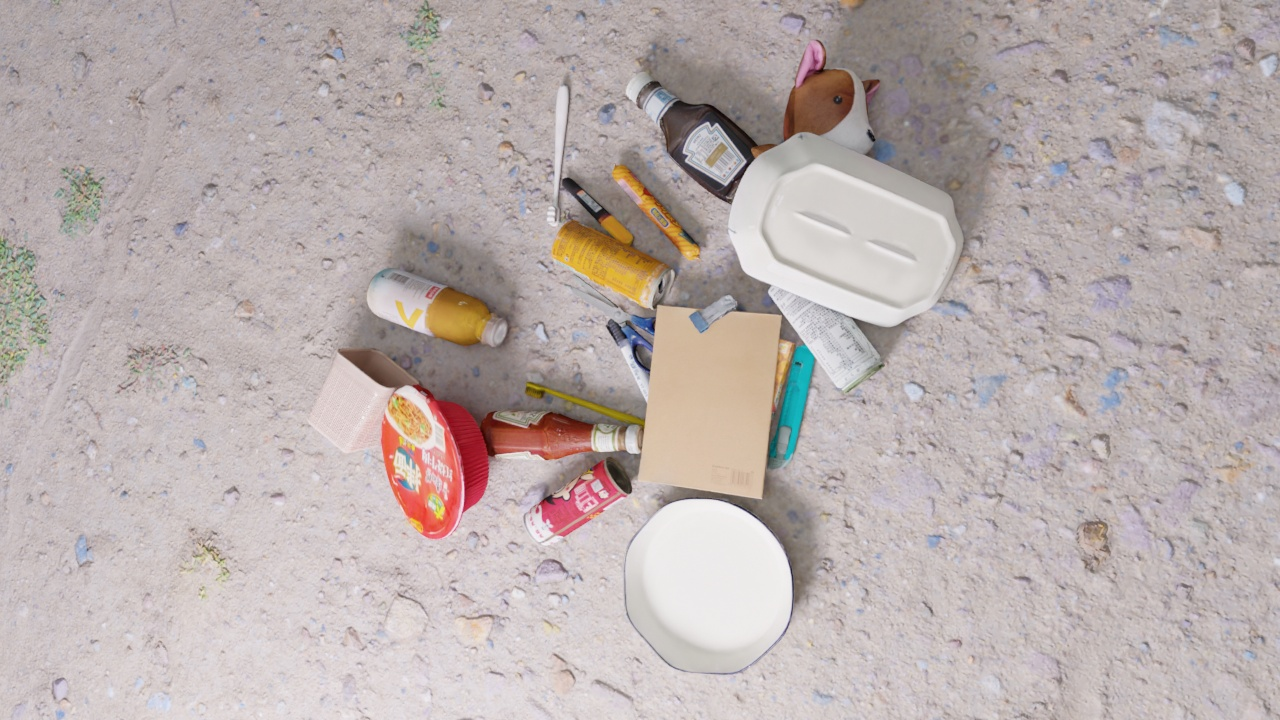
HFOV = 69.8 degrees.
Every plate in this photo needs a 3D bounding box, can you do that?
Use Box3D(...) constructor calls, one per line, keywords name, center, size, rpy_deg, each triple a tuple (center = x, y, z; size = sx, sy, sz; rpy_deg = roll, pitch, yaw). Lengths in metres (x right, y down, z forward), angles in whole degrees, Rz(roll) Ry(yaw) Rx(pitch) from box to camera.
Box3D(name="plate", center=(0.223, -0.130, 0.959), size=(0.265, 0.034, 0.162), rpy_deg=(20, 102, -16))
Box3D(name="plate", center=(0.080, 0.261, 1.073), size=(0.205, 0.045, 0.205), rpy_deg=(0, 89, 18))

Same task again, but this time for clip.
Box3D(name="clip", center=(0.085, -0.055, 1.049), size=(0.058, 0.045, 0.027), rpy_deg=(-31, 75, 6))

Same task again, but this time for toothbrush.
Box3D(name="toothbrush", center=(-0.104, -0.259, 1.153), size=(0.016, 0.016, 0.180), rpy_deg=(5, 91, 16))
Box3D(name="toothbrush", center=(-0.059, 0.061, 1.137), size=(0.190, 0.015, 0.016), rpy_deg=(17, 99, 18))

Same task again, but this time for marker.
Box3D(name="marker", center=(-0.007, 0.007, 1.119), size=(0.023, 0.018, 0.130), rpy_deg=(-33, 79, 36))
Box3D(name="marker", center=(-0.054, -0.185, 1.137), size=(0.018, 0.015, 0.124), rpy_deg=(-38, 74, -24))

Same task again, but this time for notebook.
Box3D(name="notebook", center=(0.079, 0.046, 1.063), size=(0.150, 0.012, 0.211), rpy_deg=(6, 90, 20))

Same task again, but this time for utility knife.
Box3D(name="utility knife", center=(0.174, 0.055, 1.058), size=(0.029, 0.012, 0.151), rpy_deg=(13, 94, 16))

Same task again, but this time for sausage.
Box3D(name="sausage", center=(0.019, -0.180, 1.109), size=(0.021, 0.021, 0.165), rpy_deg=(-44, 77, 13))

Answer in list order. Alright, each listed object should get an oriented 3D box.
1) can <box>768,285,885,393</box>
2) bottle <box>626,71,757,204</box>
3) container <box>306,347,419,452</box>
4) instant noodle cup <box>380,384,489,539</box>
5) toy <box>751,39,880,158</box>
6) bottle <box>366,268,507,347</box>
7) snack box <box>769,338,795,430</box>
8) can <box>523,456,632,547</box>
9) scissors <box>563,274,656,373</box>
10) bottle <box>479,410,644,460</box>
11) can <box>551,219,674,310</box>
Box3D(name="can", center=(0.207, -0.037, 1.024), size=(0.058, 0.058, 0.146), rpy_deg=(-38, 78, 15))
Box3D(name="bottle", center=(0.061, -0.269, 1.084), size=(0.195, 0.044, 0.080), rpy_deg=(44, 102, 15))
Box3D(name="container", center=(-0.367, 0.054, 1.205), size=(0.090, 0.089, 0.111), rpy_deg=(35, 104, 15))
Box3D(name="instant noodle cup", center=(-0.250, 0.122, 1.146), size=(0.194, 0.065, 0.194), rpy_deg=(16, 112, 46))
Box3D(name="toy", center=(0.193, -0.231, 1.000), size=(0.130, 0.140, 0.199), rpy_deg=(23, 93, 44))
Box3D(name="bottle", center=(-0.260, -0.064, 1.178), size=(0.190, 0.068, 0.068), rpy_deg=(20, 96, 18))
Box3D(name="snack box", center=(0.121, 0.043, 1.069), size=(0.077, 0.027, 0.156), rpy_deg=(17, 95, 20))
Box3D(name="can", center=(-0.078, 0.174, 1.122), size=(0.133, 0.053, 0.053), rpy_deg=(-35, 79, 15))
Box3D(name="scissors", center=(-0.013, -0.058, 1.112), size=(0.125, 0.012, 0.173), rpy_deg=(-27, 81, 2))
Box3D(name="bottle", center=(-0.097, 0.093, 1.127), size=(0.206, 0.059, 0.060), rpy_deg=(0, 90, 19))
Box3D(name="can", center=(-0.034, -0.116, 1.107), size=(0.146, 0.058, 0.058), rpy_deg=(28, 98, 17))
